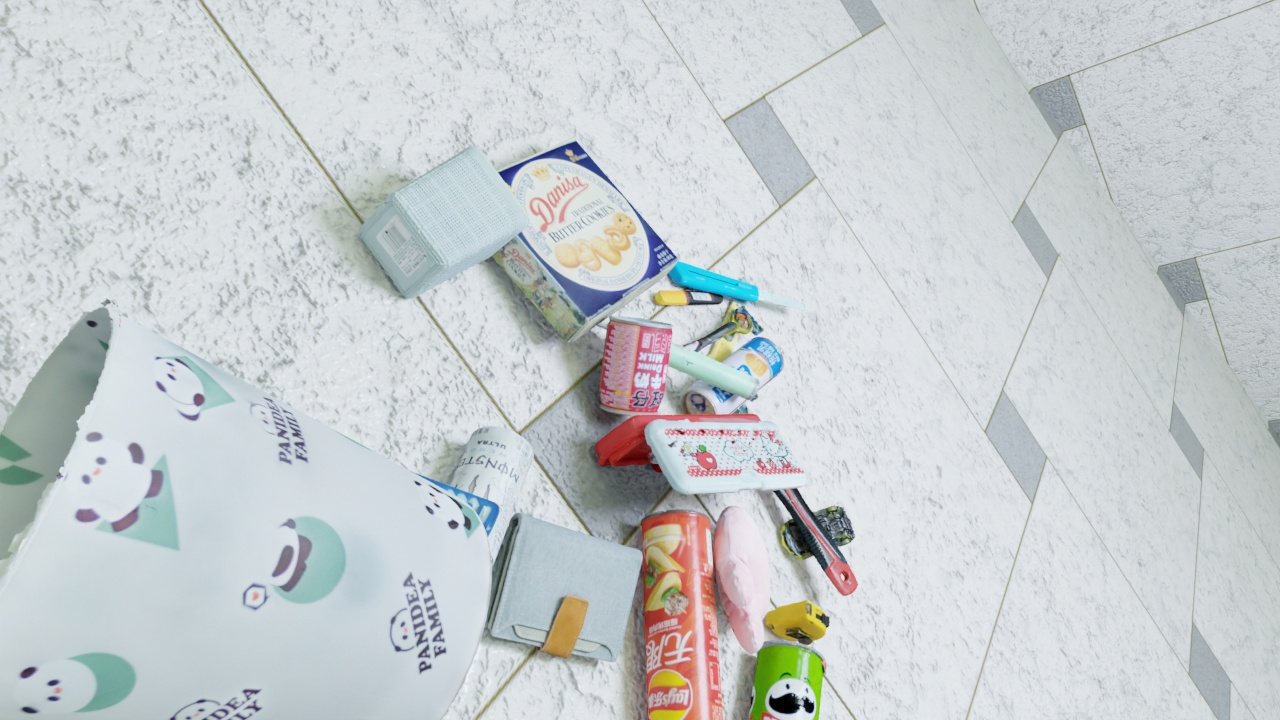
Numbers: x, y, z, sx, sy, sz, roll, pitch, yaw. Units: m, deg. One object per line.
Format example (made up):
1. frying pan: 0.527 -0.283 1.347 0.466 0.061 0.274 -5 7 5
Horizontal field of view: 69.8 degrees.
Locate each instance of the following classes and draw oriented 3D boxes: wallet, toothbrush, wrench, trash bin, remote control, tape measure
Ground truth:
1. wallet: -0.062 0.199 0.786 0.129 0.037 0.106 24 68 -30
2. toothbrush: 0.023 -0.011 0.970 0.224 0.027 0.026 23 8 -10
3. wrench: 0.168 0.144 1.050 0.056 0.016 0.273 -19 74 -37
4. trash bin: -0.242 0.124 0.535 0.251 0.230 0.229 33 48 -36
5. remote control: -0.171 0.113 0.702 0.125 0.024 0.048 20 50 8
6. tape measure: 0.168 0.280 0.969 0.057 0.060 0.028 38 44 -31

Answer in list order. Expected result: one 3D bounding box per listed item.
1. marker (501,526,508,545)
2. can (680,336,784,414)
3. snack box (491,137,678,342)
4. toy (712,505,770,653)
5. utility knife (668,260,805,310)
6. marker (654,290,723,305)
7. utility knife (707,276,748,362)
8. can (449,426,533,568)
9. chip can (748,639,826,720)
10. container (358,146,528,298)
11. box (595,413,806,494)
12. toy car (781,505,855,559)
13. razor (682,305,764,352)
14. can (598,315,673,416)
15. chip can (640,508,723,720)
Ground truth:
1. marker: -0.073 0.183 0.815 0.145 0.017 0.016 36 47 -25
2. can: 0.105 0.025 1.040 0.134 0.053 0.053 -35 94 -39
3. snack box: -0.072 -0.130 0.949 0.182 0.046 0.177 49 42 1
4. toy: 0.100 0.213 0.903 0.159 0.054 0.121 -65 141 -76
5. utility knife: 0.128 -0.089 1.153 0.234 0.018 0.034 11 45 -37
6. marker: 0.060 -0.074 1.095 0.123 0.015 0.018 -4 65 -49
7. utility knife: 0.107 -0.037 1.125 0.031 0.021 0.200 44 39 -19
8. can: -0.136 0.126 0.752 0.058 0.058 0.146 39 46 -23
9. chip can: 0.128 0.387 0.860 0.072 0.072 0.235 38 46 -24
10. container: -0.179 -0.121 0.827 0.090 0.090 0.111 53 45 -8
11. box: 0.065 0.103 0.921 0.201 0.110 0.100 3 58 -44
12. toy car: 0.204 0.202 1.070 0.105 0.032 0.048 -9 69 -35
13. razor: 0.093 -0.031 1.083 0.142 0.022 0.042 -27 71 -39
14. can: -0.005 0.005 0.920 0.066 0.067 0.094 2 98 -44
15. chip can: 0.038 0.249 0.846 0.073 0.073 0.216 21 55 -36
